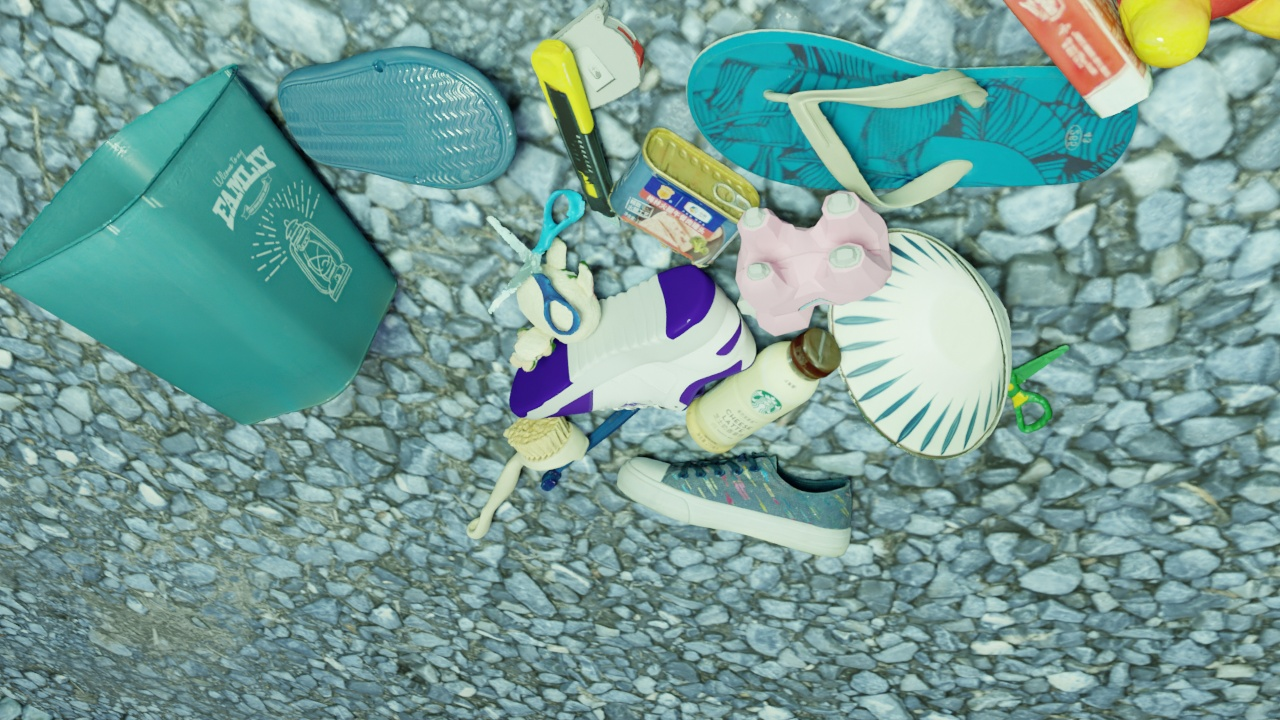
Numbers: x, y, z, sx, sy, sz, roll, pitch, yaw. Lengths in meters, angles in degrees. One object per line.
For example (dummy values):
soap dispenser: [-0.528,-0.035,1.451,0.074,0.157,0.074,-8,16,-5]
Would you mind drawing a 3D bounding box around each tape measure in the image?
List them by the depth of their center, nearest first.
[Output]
tape measure: [-0.032,-0.210,0.639,0.060,0.020,0.062,-26,122,34]

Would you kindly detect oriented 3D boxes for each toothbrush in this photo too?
toothbrush: [-0.052,0.088,0.937,0.016,0.017,0.191,32,133,-17]

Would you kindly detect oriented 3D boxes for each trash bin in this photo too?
trash bin: [-0.339,-0.077,0.746,0.200,0.196,0.218,-14,135,29]

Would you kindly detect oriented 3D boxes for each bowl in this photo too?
bowl: [0.228,-0.019,0.697,0.070,0.177,0.178,-17,142,-26]

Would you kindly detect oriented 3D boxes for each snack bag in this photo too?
snack bag: [0.247,-0.203,0.528,0.116,0.076,0.036,38,137,-21]

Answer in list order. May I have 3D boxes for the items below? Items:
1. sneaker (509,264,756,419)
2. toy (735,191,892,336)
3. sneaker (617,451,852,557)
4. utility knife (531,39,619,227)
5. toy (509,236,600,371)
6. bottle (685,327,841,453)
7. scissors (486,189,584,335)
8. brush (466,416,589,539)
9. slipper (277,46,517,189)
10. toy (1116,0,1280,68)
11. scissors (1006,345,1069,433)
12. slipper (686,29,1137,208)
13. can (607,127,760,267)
sneaker: [-0.004,0.004,0.803,0.245,0.091,0.111,-23,137,38]
toy: [0.122,-0.063,0.674,0.123,0.067,0.157,-7,164,18]
sneaker: [0.096,0.123,0.905,0.235,0.087,0.079,14,101,6]
utility knife: [-0.043,-0.159,0.678,0.029,0.020,0.174,16,151,25]
toy: [-0.072,-0.046,0.774,0.087,0.050,0.112,31,112,31]
bottle: [0.105,0.026,0.794,0.056,0.056,0.163,32,140,-16]
scissors: [-0.082,-0.077,0.744,0.128,0.014,0.133,-41,75,21]
brush: [-0.138,0.130,0.983,0.077,0.061,0.273,40,137,-1]
slipper: [-0.182,-0.185,0.680,0.214,0.059,0.104,10,132,26]
toy: [0.308,-0.256,0.438,0.147,0.098,0.217,-19,138,-15]
scissors: [0.304,0.021,0.779,0.128,0.011,0.125,-13,130,26]
slipper: [0.174,-0.151,0.614,0.295,0.060,0.118,6,138,9]
can: [0.032,-0.120,0.686,0.100,0.053,0.059,30,135,-13]
